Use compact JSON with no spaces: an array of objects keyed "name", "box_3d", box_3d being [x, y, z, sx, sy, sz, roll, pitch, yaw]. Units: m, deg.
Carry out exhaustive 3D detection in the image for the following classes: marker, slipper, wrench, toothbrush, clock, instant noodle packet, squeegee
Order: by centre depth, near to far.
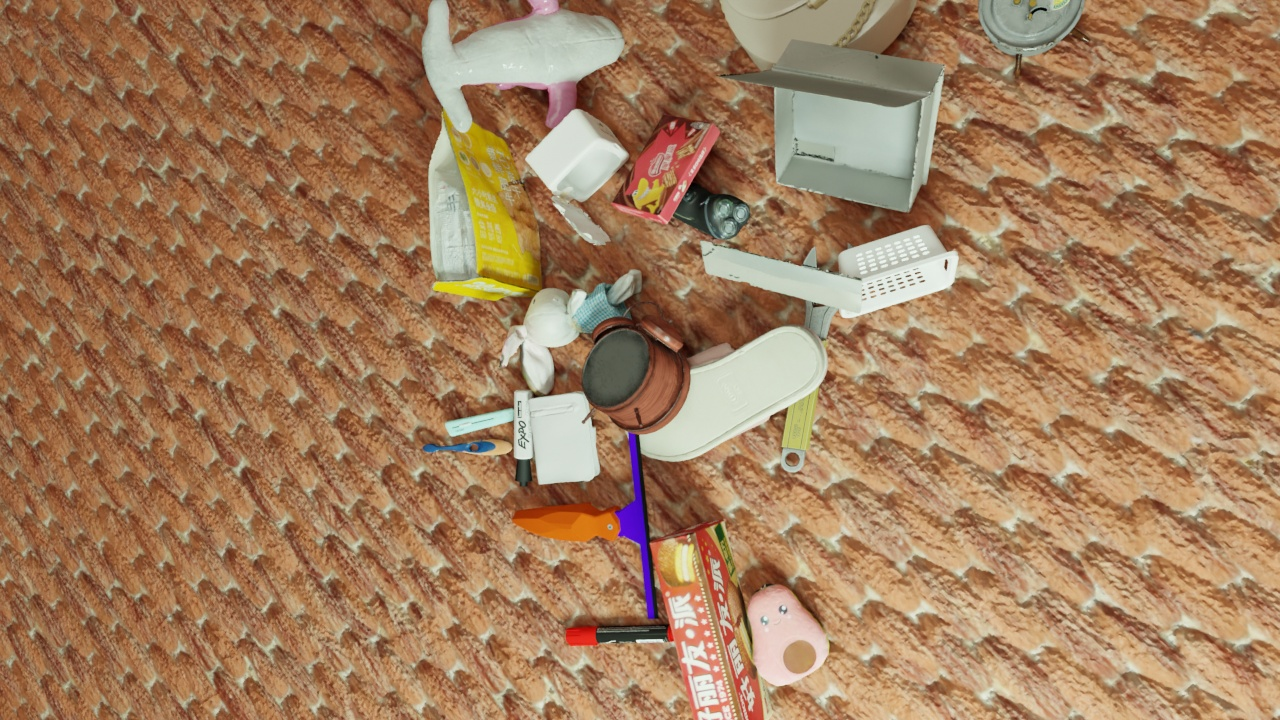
[{"name":"clock","box_3d":[0.413,-0.392,0.987,0.104,0.056,0.148,-25,81,18]},{"name":"wrench","box_3d":[0.202,-0.003,1.070,0.084,0.018,0.273,9,90,17]},{"name":"clock","box_3d":[-0.007,0.006,1.078,0.121,0.072,0.157,0,70,38]},{"name":"slipper","box_3d":[0.099,0.039,1.088,0.275,0.054,0.114,-26,83,28]},{"name":"marker","box_3d":[-0.023,0.342,1.142,0.145,0.021,0.023,-8,107,21]},{"name":"squeegee","box_3d":[-0.079,0.202,1.146,0.185,0.055,0.249,-2,99,27]},{"name":"instant noodle packet","box_3d":[-0.199,-0.193,1.161,0.084,0.162,0.221,-9,84,22]},{"name":"marker","box_3d":[-0.152,0.102,1.197,0.025,0.025,0.126,2,93,21]},{"name":"toothbrush","box_3d":[-0.232,0.118,1.239,0.135,0.017,0.021,-3,90,19]}]

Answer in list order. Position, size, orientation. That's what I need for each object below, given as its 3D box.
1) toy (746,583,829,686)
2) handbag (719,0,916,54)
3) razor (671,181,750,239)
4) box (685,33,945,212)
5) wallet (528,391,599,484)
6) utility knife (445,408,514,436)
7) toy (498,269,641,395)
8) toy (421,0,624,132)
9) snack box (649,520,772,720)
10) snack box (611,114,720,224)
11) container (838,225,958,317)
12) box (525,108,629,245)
[{"name":"toy","box_3d":[0.162,0.311,1.053,0.090,0.051,0.110,-30,73,9]},{"name":"handbag","box_3d":[0.206,-0.427,1.057,0.211,0.103,0.208,-37,67,16]},{"name":"razor","box_3d":[0.066,-0.191,1.109,0.140,0.064,0.053,31,77,30]},{"name":"box","box_3d":[0.192,-0.250,0.898,0.167,0.368,0.150,17,96,22]},{"name":"wallet","box_3d":[-0.098,0.098,1.174,0.086,0.032,0.116,-4,94,16]},{"name":"utility knife","box_3d":[-0.203,0.079,1.229,0.129,0.015,0.022,-14,86,17]},{"name":"toy","box_3d":[-0.090,-0.062,1.151,0.205,0.131,0.105,-34,60,10]},{"name":"toy","box_3d":[-0.150,-0.377,1.150,0.128,0.265,0.187,11,116,60]},{"name":"snack box","box_3d":[0.083,0.308,1.052,0.060,0.113,0.236,-17,81,20]},{"name":"snack box","box_3d":[0.030,-0.234,1.117,0.089,0.021,0.133,24,82,43]},{"name":"container","box_3d":[0.275,-0.100,1.008,0.129,0.081,0.049,-17,66,7]},{"name":"box","box_3d":[-0.063,-0.214,1.138,0.124,0.108,0.136,-42,73,16]}]
